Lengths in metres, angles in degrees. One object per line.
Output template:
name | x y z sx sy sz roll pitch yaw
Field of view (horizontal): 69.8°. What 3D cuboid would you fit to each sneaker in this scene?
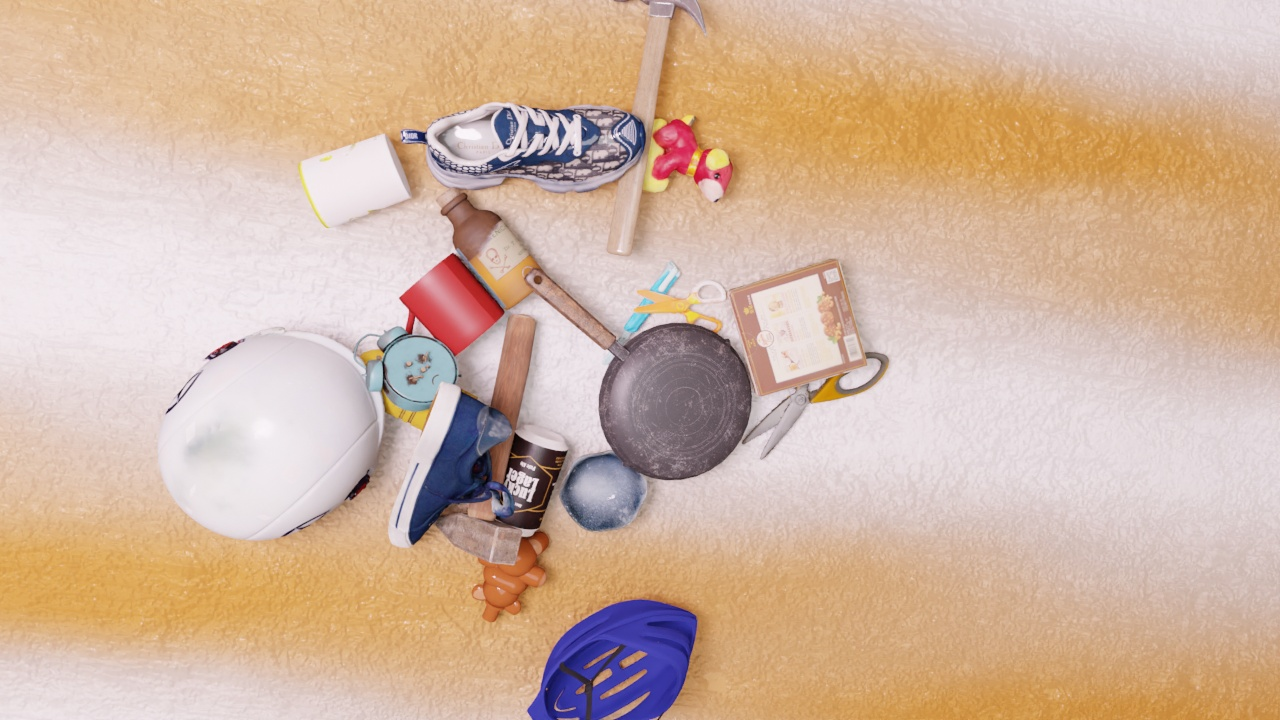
sneaker | -0.217 0.147 1.082 0.127 0.120 0.295 21 136 -13
sneaker | -0.131 -0.252 1.050 0.269 0.132 0.103 -2 90 6

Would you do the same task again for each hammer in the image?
hammer | 0.001 -0.291 1.099 0.119 0.030 0.331 11 91 11
hammer | -0.178 0.088 1.140 0.037 0.158 0.300 16 83 -37

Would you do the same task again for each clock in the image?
clock | -0.276 0.011 1.077 0.124 0.053 0.089 27 55 -11

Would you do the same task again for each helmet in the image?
helmet | -0.435 0.096 1.058 0.264 0.163 0.236 -34 103 17
helmet | -0.024 0.412 1.142 0.241 0.227 0.148 -27 110 -1

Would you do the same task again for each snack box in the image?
snack box | 0.199 -0.042 1.175 0.147 0.041 0.143 -17 95 3

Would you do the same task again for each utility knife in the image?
utility knife | -0.002 -0.059 1.175 0.022 0.015 0.158 38 91 -10

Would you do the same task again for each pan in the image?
pan | -0.006 0.006 1.124 0.357 0.040 0.207 41 86 -17

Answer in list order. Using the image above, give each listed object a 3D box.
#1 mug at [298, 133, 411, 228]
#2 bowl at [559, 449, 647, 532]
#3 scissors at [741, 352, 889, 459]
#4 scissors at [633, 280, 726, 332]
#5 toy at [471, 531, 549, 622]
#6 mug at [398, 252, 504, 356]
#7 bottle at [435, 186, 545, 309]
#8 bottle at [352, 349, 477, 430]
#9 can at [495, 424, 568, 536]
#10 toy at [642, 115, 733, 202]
mug | -0.335 -0.212 1.082 0.106 0.082 0.082 -21 100 -3
bowl | -0.049 0.164 1.186 0.110 0.055 0.110 -1 98 -6
scissors | 0.216 0.029 1.214 0.225 0.016 0.166 -33 100 0
scissors | 0.052 -0.080 1.170 0.133 0.012 0.084 18 96 -20
toy | -0.172 0.279 1.196 0.095 0.065 0.128 24 104 -2
mug | -0.241 -0.058 1.119 0.116 0.080 0.096 -39 101 8
bottle | -0.187 -0.141 1.116 0.068 0.068 0.157 -39 101 1
bottle | -0.290 0.037 1.134 0.164 0.071 0.071 29 95 -10
can | -0.144 0.152 1.165 0.072 0.072 0.128 19 96 -9
toy | 0.049 -0.252 1.134 0.137 0.067 0.105 18 94 4
